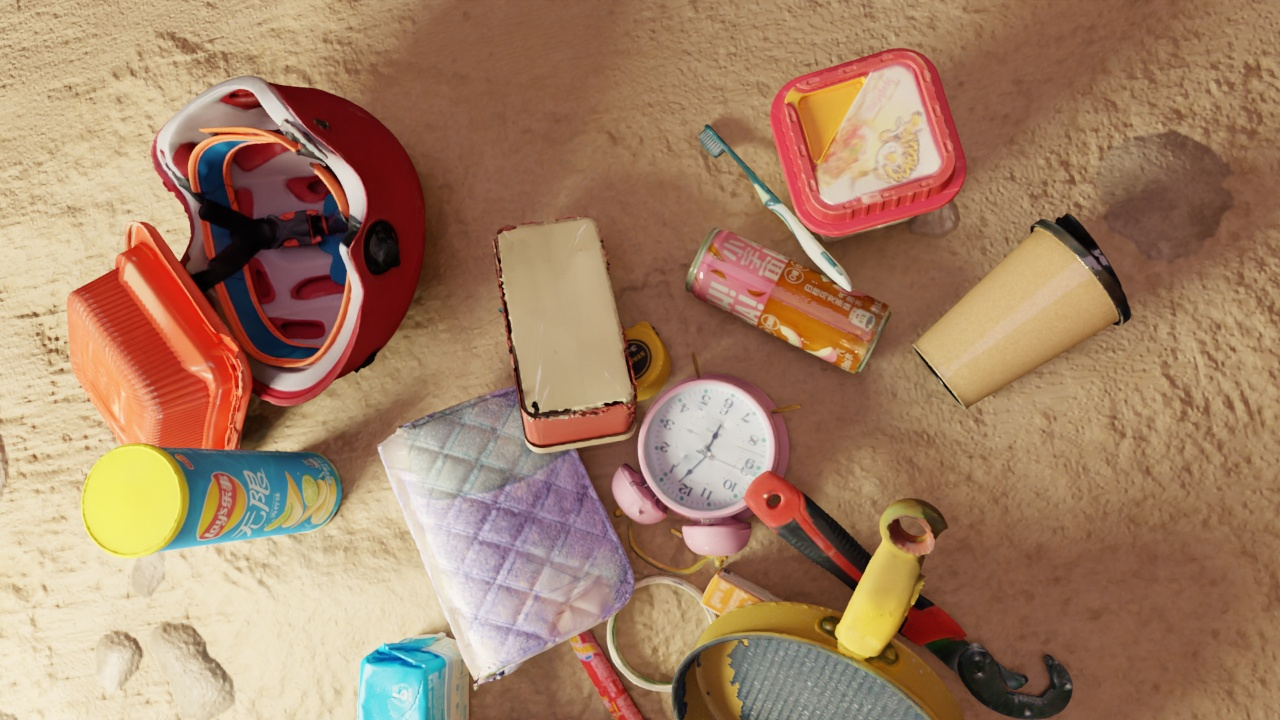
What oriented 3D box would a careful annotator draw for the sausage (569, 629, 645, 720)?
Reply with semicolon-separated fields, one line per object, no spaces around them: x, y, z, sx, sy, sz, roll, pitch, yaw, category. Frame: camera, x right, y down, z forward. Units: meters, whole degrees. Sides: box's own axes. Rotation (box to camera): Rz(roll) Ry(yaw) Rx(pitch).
-0.013;0.265;0.700;0.020;0.020;0.156;-35;79;4;sausage

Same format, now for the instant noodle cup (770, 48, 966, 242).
0.160;-0.143;0.663;0.117;0.124;0.116;-15;80;7;instant noodle cup

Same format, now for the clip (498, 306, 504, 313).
-0.087;-0.040;0.749;0.054;0.013;0.033;-28;81;8;clip

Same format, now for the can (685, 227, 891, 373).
0.111;-0.046;0.694;0.147;0.058;0.058;27;88;11;can

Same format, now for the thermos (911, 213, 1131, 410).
0.271;-0.032;0.654;0.143;0.093;0.093;-39;79;12;thermos

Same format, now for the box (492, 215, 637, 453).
-0.055;-0.027;0.678;0.091;0.076;0.168;-9;62;-8;box

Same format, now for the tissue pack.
-0.172;0.277;0.689;0.063;0.090;0.140;-2;83;9;tissue pack

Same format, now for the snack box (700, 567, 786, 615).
0.118;0.197;0.656;0.154;0.075;0.026;27;87;11;snack box

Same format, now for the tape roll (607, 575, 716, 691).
0.017;0.209;0.703;0.086;0.014;0.085;-1;83;9;tape roll

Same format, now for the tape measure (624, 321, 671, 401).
-0.004;0.004;0.719;0.060;0.029;0.057;-36;57;6;tape measure

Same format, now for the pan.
0.120;0.191;0.550;0.198;0.078;0.358;22;129;16;pan

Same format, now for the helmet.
-0.250;-0.097;0.717;0.207;0.143;0.240;-4;101;33;helmet

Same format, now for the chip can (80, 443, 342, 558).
-0.299;0.099;0.669;0.071;0.210;0.071;-1;83;9;chip can

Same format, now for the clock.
0.044;0.083;0.690;0.117;0.060;0.158;26;91;12;clock

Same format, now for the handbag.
-0.099;0.124;0.685;0.134;0.076;0.193;-20;73;-22;handbag

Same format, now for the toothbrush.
0.100;-0.118;0.703;0.018;0.016;0.191;-42;63;13;toothbrush

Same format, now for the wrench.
0.186;0.169;0.650;0.273;0.016;0.056;35;96;-1;wrench

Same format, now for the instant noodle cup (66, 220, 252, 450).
-0.377;0.005;0.713;0.164;0.078;0.189;49;137;11;instant noodle cup
